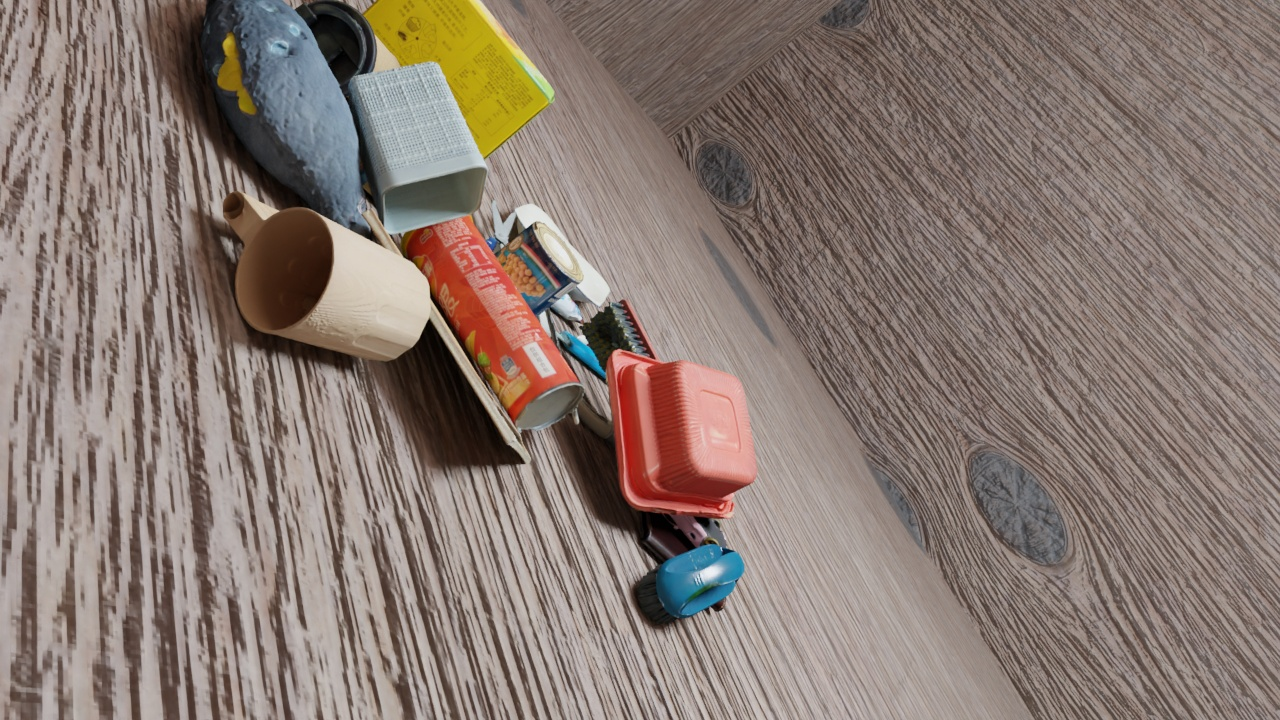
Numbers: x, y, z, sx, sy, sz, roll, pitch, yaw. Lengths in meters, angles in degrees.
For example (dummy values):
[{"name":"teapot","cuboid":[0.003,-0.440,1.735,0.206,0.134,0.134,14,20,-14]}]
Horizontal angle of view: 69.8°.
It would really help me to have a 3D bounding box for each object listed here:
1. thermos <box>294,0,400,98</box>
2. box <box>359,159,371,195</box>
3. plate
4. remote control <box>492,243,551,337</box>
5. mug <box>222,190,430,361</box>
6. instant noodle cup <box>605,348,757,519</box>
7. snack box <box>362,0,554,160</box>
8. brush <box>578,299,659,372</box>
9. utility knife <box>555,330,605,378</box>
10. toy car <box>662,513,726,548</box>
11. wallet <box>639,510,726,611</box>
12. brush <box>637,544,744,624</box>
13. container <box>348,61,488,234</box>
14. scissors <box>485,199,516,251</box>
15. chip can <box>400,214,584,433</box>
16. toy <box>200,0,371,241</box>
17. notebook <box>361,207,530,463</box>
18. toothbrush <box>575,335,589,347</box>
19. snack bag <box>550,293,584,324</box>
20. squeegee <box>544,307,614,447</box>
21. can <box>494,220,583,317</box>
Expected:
[{"name":"thermos","cuboid":[-0.297,-0.306,0.934,0.093,0.093,0.143,53,7,-3]},{"name":"box","cuboid":[-0.232,-0.219,0.927,0.059,0.090,0.184,44,15,-31]},{"name":"plate","cuboid":[-0.109,-0.131,1.190,0.163,0.034,0.164,48,13,-7]},{"name":"remote control","cuboid":[-0.137,-0.080,1.035,0.056,0.019,0.135,36,23,-49]},{"name":"mug","cuboid":[-0.219,-0.060,0.637,0.124,0.084,0.103,44,8,26]},{"name":"instant noodle cup","cuboid":[0.052,0.072,0.927,0.188,0.079,0.164,16,59,-50]},{"name":"snack box","cuboid":[-0.226,-0.343,1.080,0.210,0.158,0.070,49,14,-18]},{"name":"brush","cuboid":[-0.006,0.006,1.025,0.069,0.063,0.145,15,41,-58]},{"name":"utility knife","cuboid":[-0.054,0.003,1.112,0.166,0.018,0.034,39,14,-40]},{"name":"toy car","cuboid":[0.048,0.161,0.974,0.122,0.037,0.056,53,18,-10]},{"name":"wallet","cuboid":[0.042,0.198,0.966,0.122,0.020,0.096,47,11,-20]},{"name":"brush","cuboid":[0.058,0.205,0.864,0.143,0.074,0.055,0,65,-59]},{"name":"container","cuboid":[-0.195,-0.183,0.783,0.111,0.089,0.090,67,-21,11]},{"name":"scissors","cuboid":[-0.151,-0.129,1.037,0.147,0.012,0.169,41,30,7]},{"name":"chip can","cuboid":[-0.133,-0.040,0.820,0.216,0.073,0.073,54,14,21]},{"name":"toy","cuboid":[-0.295,-0.216,0.752,0.356,0.091,0.138,60,-11,19]},{"name":"notebook","cuboid":[-0.152,-0.012,0.750,0.211,0.012,0.149,56,-9,9]},{"name":"toothbrush","cuboid":[-0.038,-0.005,1.184,0.187,0.016,0.017,26,41,-62]},{"name":"snack bag","cuboid":[-0.101,-0.075,1.121,0.105,0.026,0.045,42,5,-45]},{"name":"squeegee","cuboid":[-0.035,0.066,0.987,0.246,0.039,0.246,51,10,-35]},{"name":"can","cuboid":[-0.119,-0.076,0.901,0.075,0.111,0.075,49,16,-19]}]
